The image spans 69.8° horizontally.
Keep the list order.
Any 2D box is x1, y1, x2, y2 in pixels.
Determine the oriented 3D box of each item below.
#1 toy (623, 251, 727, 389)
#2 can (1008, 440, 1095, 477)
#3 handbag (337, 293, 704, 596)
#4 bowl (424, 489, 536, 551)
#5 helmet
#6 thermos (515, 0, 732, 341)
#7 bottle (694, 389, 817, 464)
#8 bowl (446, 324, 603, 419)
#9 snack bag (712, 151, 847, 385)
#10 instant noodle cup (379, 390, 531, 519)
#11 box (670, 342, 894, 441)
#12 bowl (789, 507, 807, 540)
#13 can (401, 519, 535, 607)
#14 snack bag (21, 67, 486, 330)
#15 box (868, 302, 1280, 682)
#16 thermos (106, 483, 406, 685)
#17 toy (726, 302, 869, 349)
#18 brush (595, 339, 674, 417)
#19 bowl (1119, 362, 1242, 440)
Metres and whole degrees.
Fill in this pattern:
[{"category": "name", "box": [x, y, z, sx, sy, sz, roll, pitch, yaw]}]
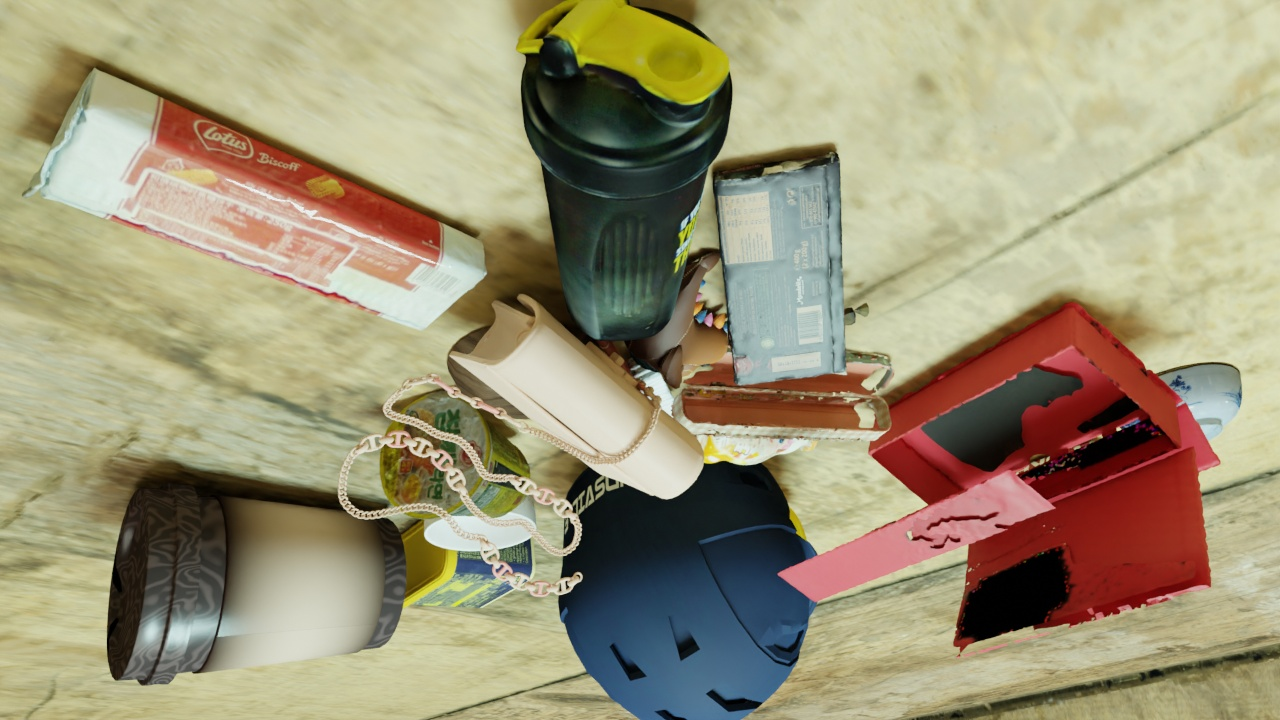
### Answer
[{"category": "toy", "box": [0.038, -0.030, 0.635, 0.090, 0.070, 0.103, 10, 126, -48]}, {"category": "can", "box": [0.435, 0.122, 0.945, 0.054, 0.054, 0.097, 23, 139, -40]}, {"category": "handbag", "box": [-0.064, 0.077, 0.600, 0.198, 0.187, 0.117, 41, 171, -26]}, {"category": "bowl", "box": [-0.152, 0.139, 0.871, 0.105, 0.054, 0.105, -6, 150, -4]}, {"category": "helmet", "box": [0.052, 0.224, 0.837, 0.233, 0.222, 0.272, -31, 134, 19]}, {"category": "thermos", "box": [-0.010, -0.088, 0.477, 0.098, 0.098, 0.221, -4, 156, -4]}, {"category": "bottle", "box": [0.092, 0.056, 0.759, 0.109, 0.063, 0.063, 5, 148, -15]}, {"category": "bowl", "box": [-0.085, 0.016, 0.691, 0.119, 0.032, 0.119, -4, 150, -3]}, {"category": "snack bag", "box": [0.088, -0.050, 0.565, 0.074, 0.018, 0.155, -7, 124, 4]}, {"category": "instant noodle cup", "box": [-0.143, 0.087, 0.753, 0.102, 0.102, 0.108, -15, 158, 14]}, {"category": "box", "box": [0.116, 0.027, 0.718, 0.187, 0.054, 0.079, 3, 104, -18]}, {"category": "bowl", "box": [0.114, 0.178, 0.970, 0.117, 0.067, 0.117, -4, 150, -3]}, {"category": "can", "box": [-0.189, 0.213, 0.972, 0.104, 0.075, 0.136, 14, 144, -35]}, {"category": "snack bag", "box": [-0.199, -0.077, 0.507, 0.225, 0.041, 0.078, 23, 139, -37]}, {"category": "box", "box": [0.384, 0.163, 0.747, 0.107, 0.409, 0.212, -31, 175, -46]}, {"category": "thermos", "box": [-0.349, 0.205, 0.850, 0.225, 0.172, 0.173, 10, 147, -37]}, {"category": "toy", "box": [0.110, -0.024, 0.630, 0.100, 0.062, 0.076, -6, 161, -11]}, {"category": "brush", "box": [-0.004, 0.004, 0.687, 0.030, 0.041, 0.172, -27, 145, 2]}, {"category": "bowl", "box": [0.495, 0.050, 0.840, 0.114, 0.045, 0.114, -4, 150, -3]}]
